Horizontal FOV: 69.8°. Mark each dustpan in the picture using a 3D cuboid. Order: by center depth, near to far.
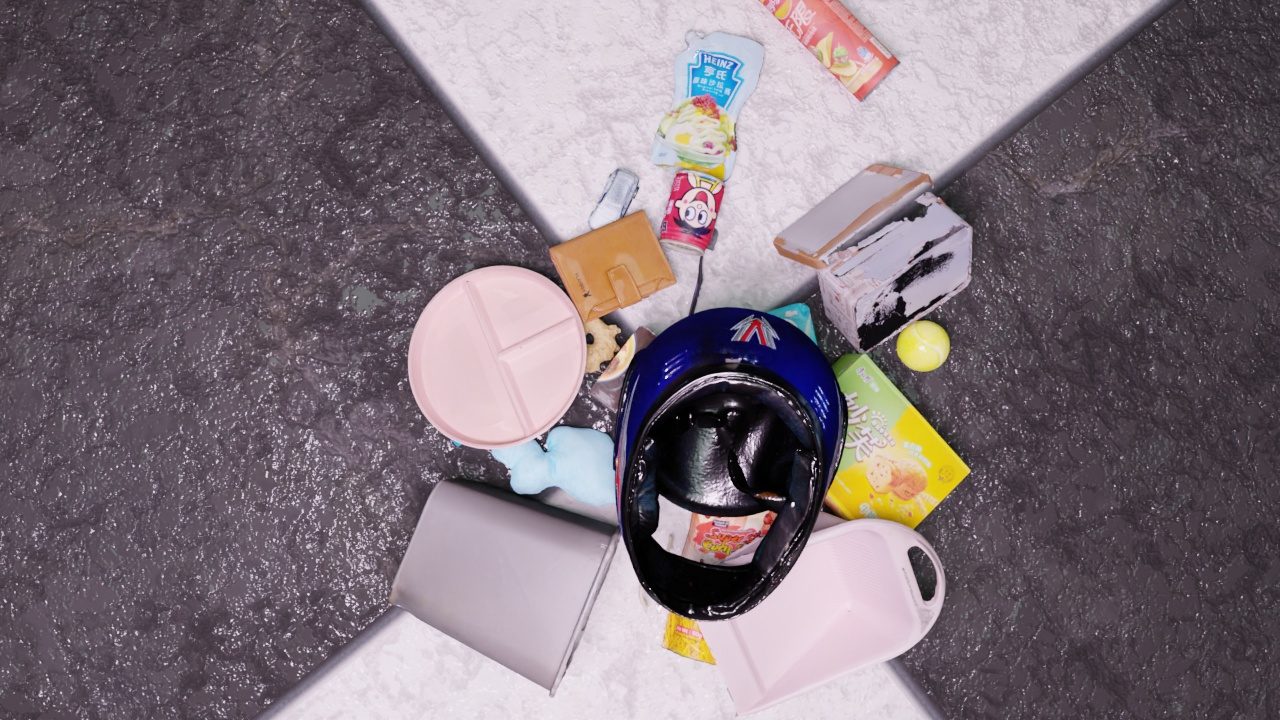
[{"bbox_3d":[0.214,0.295,1.082,0.272,0.139,0.222,-35,115,-20],"label":"dustpan"}]

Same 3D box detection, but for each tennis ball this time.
[{"bbox_3d":[0.361,-0.019,1.172,0.065,0.065,0.065,0,89,-3],"label":"tennis ball"}]

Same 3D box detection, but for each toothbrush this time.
[{"bbox_3d":[0.073,-0.082,1.184,0.016,0.014,0.189,14,88,-16],"label":"toothbrush"}]

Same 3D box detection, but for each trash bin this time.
[{"bbox_3d":[-0.154,0.250,1.085,0.220,0.198,0.199,21,86,5],"label":"trash bin"}]

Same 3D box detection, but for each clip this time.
[{"bbox_3d":[0.014,0.270,1.164,0.071,0.035,0.100,3,84,-2],"label":"clip"}]

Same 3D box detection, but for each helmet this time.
[{"bbox_3d":[0.092,0.095,1.013,0.247,0.240,0.316,12,108,2],"label":"helmet"}]

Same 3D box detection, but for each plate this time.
[{"bbox_3d":[-0.176,-0.004,1.134,0.230,0.028,0.229,-2,79,10],"label":"plate"}]

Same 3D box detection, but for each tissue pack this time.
[{"bbox_3d":[0.157,-0.014,1.168,0.133,0.050,0.093,-17,91,-3],"label":"tissue pack"}]

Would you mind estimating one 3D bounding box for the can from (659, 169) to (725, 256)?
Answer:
[{"bbox_3d":[0.064,-0.185,1.158,0.066,0.066,0.093,16,88,-3],"label":"can"}]

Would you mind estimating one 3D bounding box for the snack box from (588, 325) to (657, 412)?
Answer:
[{"bbox_3d":[-0.007,0.007,1.127,0.053,0.113,0.125,37,86,0],"label":"snack box"}]

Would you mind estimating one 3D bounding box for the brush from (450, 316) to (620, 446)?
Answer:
[{"bbox_3d":[-0.136,0.024,1.160,0.254,0.046,0.083,-36,90,1],"label":"brush"}]

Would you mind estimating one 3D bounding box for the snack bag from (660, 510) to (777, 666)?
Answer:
[{"bbox_3d":[0.106,0.277,1.160,0.128,0.073,0.207,19,81,-2],"label":"snack bag"}]

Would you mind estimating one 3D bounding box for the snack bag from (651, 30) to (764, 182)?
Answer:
[{"bbox_3d":[0.086,-0.330,1.178,0.110,0.039,0.191,15,87,8],"label":"snack bag"}]

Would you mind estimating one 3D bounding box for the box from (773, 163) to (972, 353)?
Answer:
[{"bbox_3d":[0.281,-0.146,1.151,0.183,0.155,0.187,-33,54,-4],"label":"box"}]

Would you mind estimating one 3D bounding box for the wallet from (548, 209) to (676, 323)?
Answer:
[{"bbox_3d":[-0.034,-0.116,1.142,0.131,0.031,0.108,-24,85,-9],"label":"wallet"}]

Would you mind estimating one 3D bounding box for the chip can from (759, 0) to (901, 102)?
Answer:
[{"bbox_3d":[0.232,-0.429,1.170,0.216,0.073,0.073,43,87,-2],"label":"chip can"}]

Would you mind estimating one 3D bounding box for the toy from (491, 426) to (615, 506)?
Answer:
[{"bbox_3d":[-0.092,0.125,1.143,0.156,0.050,0.161,-25,67,-24],"label":"toy"}]

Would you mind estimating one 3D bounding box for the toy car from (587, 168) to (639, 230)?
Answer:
[{"bbox_3d":[-0.034,-0.200,1.170,0.043,0.034,0.090,27,89,-5],"label":"toy car"}]

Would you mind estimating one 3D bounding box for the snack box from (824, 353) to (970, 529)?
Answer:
[{"bbox_3d":[0.283,0.117,1.155,0.157,0.070,0.210,-43,95,-5],"label":"snack box"}]
